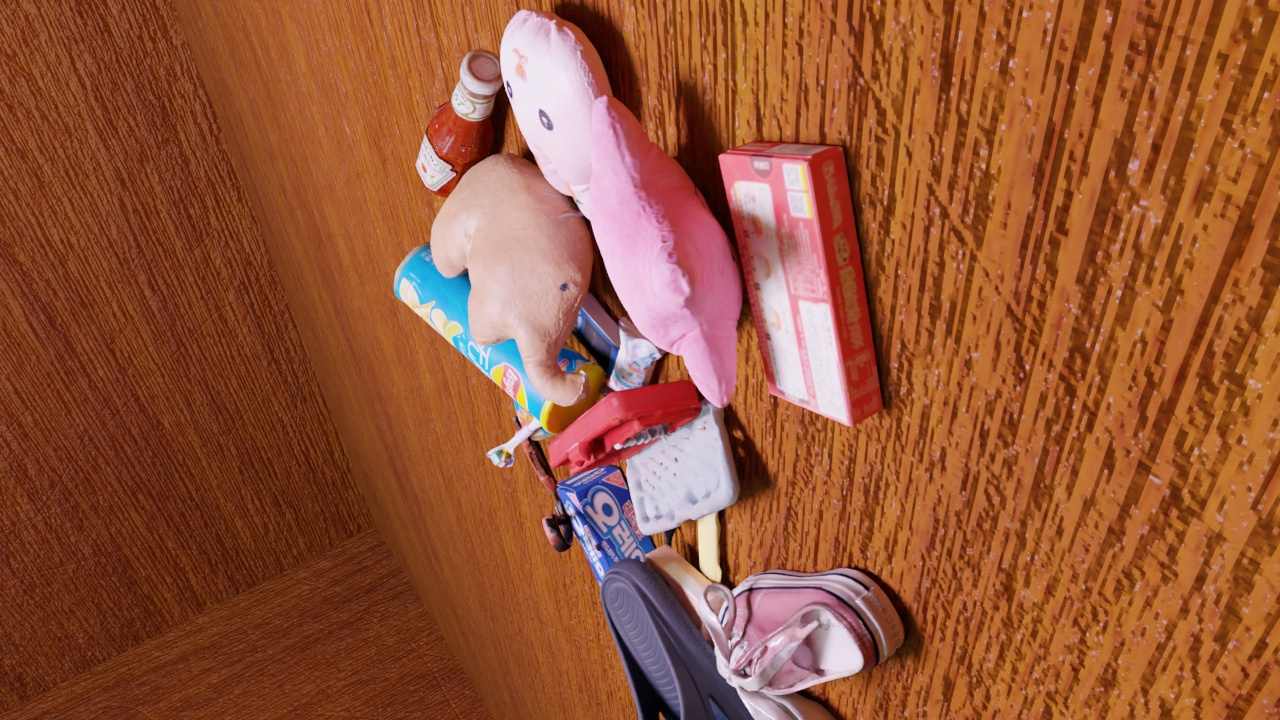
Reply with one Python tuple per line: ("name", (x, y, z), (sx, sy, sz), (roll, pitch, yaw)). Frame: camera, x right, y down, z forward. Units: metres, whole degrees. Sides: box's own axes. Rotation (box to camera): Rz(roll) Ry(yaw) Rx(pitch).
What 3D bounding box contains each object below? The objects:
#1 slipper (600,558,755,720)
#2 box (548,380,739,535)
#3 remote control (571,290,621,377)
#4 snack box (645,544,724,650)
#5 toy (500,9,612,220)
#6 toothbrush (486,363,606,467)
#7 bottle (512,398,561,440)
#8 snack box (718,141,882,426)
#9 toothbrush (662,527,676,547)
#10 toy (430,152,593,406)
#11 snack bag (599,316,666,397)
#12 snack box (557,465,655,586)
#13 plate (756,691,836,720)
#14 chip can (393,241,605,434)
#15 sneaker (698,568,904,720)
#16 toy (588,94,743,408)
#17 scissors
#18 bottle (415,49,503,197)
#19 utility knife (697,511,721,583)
("slipper", (0.031, 0.300, 0.782), (0.268, 0.083, 0.111), (56, 144, 12))
("box", (-0.005, 0.087, 0.731), (0.201, 0.094, 0.100), (137, 122, -65))
("remote control", (-0.049, -0.040, 0.794), (0.125, 0.024, 0.049), (49, 153, 22))
("snack box", (0.040, 0.254, 0.842), (0.084, 0.026, 0.157), (34, 136, 46))
("toy", (-0.053, -0.167, 0.645), (0.121, 0.054, 0.160), (45, 158, 38))
("toothbrush", (-0.083, 0.050, 0.860), (0.190, 0.029, 0.020), (-40, 32, 35))
("bottle", (-0.123, -0.030, 0.904), (0.065, 0.065, 0.219), (-5, 110, 65))
("snack box", (0.089, -0.043, 0.506), (0.075, 0.025, 0.153), (25, 135, 57))
("toothbrush", (0.021, 0.215, 0.874), (0.017, 0.014, 0.189), (-132, 40, -57))
("toy", (-0.093, -0.072, 0.742), (0.144, 0.082, 0.226), (-51, 56, 29))
("snack bag", (-0.004, 0.004, 0.740), (0.045, 0.026, 0.105), (32, 145, 10))
("snack box", (-0.016, 0.209, 0.935), (0.057, 0.058, 0.207), (-8, 107, 66))
("plate", (0.144, 0.371, 0.801), (0.162, 0.034, 0.266), (47, 151, 32))
("chip can", (-0.129, -0.025, 0.817), (0.210, 0.071, 0.071), (38, 148, 24))
("sneaker", (0.095, 0.209, 0.669), (0.118, 0.087, 0.242), (60, 157, 9))
("toy", (0.016, -0.065, 0.568), (0.179, 0.074, 0.194), (63, -175, -55))
("scissors", (-0.086, 0.154, 0.973), (0.188, 0.015, 0.225), (-113, -2, -57))
("bottle", (-0.155, -0.204, 0.801), (0.060, 0.059, 0.206), (63, 157, 2))
("utility knife", (0.056, 0.132, 0.759), (0.031, 0.019, 0.179), (37, 148, 39))
